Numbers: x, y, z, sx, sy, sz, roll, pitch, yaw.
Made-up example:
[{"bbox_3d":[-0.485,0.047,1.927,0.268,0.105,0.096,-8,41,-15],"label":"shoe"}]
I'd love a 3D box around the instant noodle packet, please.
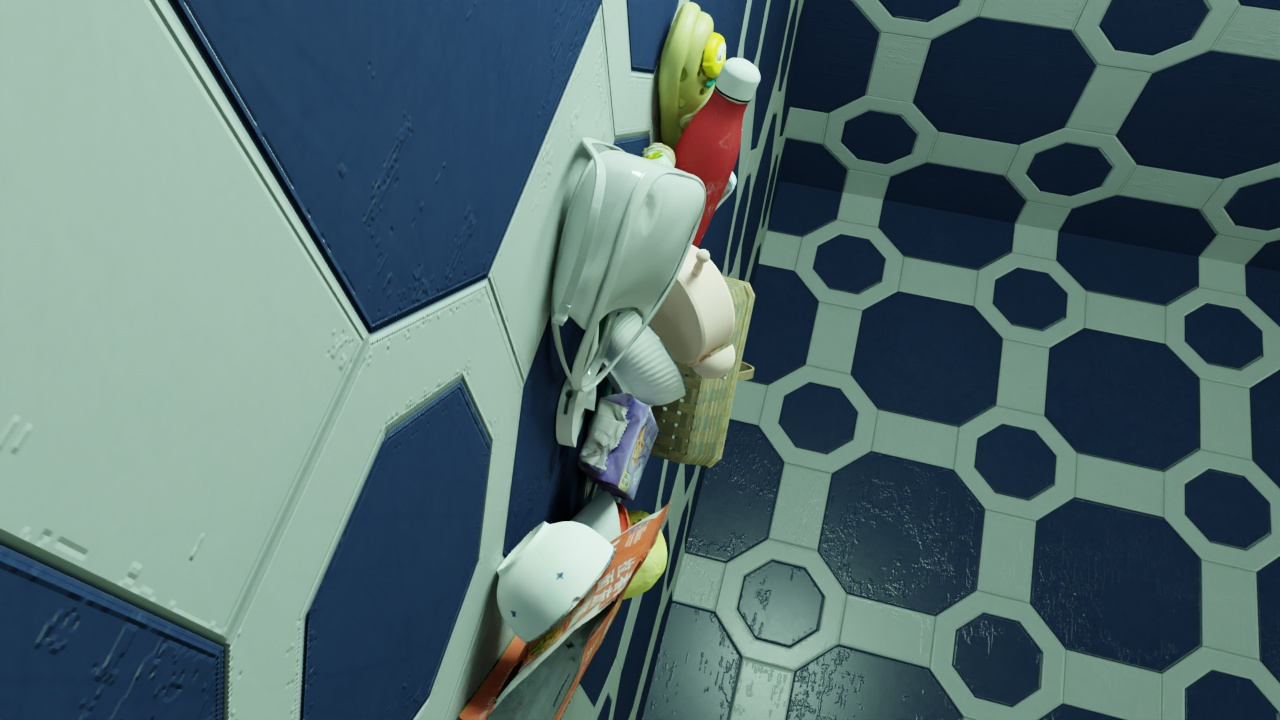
[{"bbox_3d":[-0.045,0.233,0.824,0.221,0.084,0.164,-52,177,17],"label":"instant noodle packet"}]

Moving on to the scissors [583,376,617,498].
[{"bbox_3d":[-0.048,0.083,1.087,0.149,0.019,0.131,-69,167,-46],"label":"scissors"}]

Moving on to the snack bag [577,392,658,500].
[{"bbox_3d":[-0.024,0.098,1.020,0.205,0.058,0.096,75,34,-76],"label":"snack bag"}]

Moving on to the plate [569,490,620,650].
[{"bbox_3d":[-0.066,0.225,0.987,0.174,0.036,0.174,-171,-89,-73],"label":"plate"}]

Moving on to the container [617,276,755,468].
[{"bbox_3d":[0.056,0.006,1.200,0.186,0.158,0.250,-16,119,-66],"label":"container"}]

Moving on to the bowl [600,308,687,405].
[{"bbox_3d":[-0.006,0.006,1.029,0.062,0.118,0.118,-34,160,-9],"label":"bowl"}]

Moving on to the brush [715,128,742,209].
[{"bbox_3d":[0.084,-0.231,1.122,0.136,0.075,0.055,-46,-168,37],"label":"brush"}]

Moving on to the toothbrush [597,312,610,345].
[{"bbox_3d":[-0.027,-0.108,0.903,0.016,0.017,0.190,-28,123,-71],"label":"toothbrush"}]

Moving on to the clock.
[{"bbox_3d":[0.036,-0.057,1.012,0.086,0.131,0.161,-36,127,-21],"label":"clock"}]

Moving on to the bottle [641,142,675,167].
[{"bbox_3d":[0.016,-0.190,0.990,0.043,0.043,0.110,93,4,-46],"label":"bottle"}]

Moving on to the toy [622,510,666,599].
[{"bbox_3d":[-0.025,0.270,1.227,0.133,0.092,0.208,-54,-178,-25],"label":"toy"}]

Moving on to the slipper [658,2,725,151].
[{"bbox_3d":[0.064,-0.312,1.052,0.191,0.081,0.091,92,16,-58],"label":"slipper"}]

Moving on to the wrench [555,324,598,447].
[{"bbox_3d":[-0.045,-0.047,0.941,0.086,0.018,0.273,35,66,-79],"label":"wrench"}]

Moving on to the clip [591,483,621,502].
[{"bbox_3d":[-0.035,0.157,1.232,0.163,0.028,0.106,-37,140,-77],"label":"clip"}]

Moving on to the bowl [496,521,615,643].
[{"bbox_3d":[-0.083,0.185,0.806,0.113,0.063,0.113,-45,-176,3],"label":"bowl"}]

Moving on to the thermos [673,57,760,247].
[{"bbox_3d":[0.072,-0.229,1.046,0.073,0.073,0.241,-65,180,-53],"label":"thermos"}]

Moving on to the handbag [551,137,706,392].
[{"bbox_3d":[-0.032,-0.076,0.828,0.215,0.096,0.223,-11,123,-65],"label":"handbag"}]

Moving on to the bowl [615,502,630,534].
[{"bbox_3d":[-0.053,0.231,1.085,0.130,0.045,0.130,-171,-89,-73],"label":"bowl"}]
